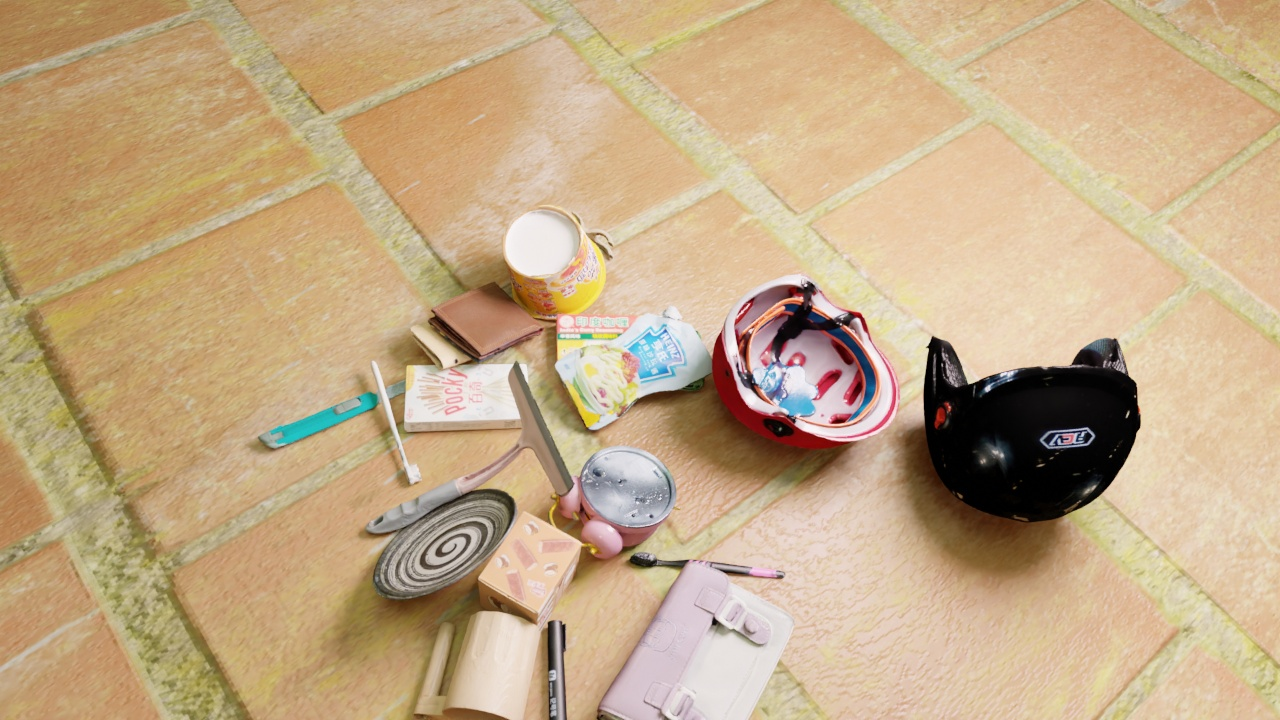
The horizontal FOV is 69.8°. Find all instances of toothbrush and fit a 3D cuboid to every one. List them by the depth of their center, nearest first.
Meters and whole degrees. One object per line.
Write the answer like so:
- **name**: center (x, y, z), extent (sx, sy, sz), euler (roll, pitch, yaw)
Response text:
- **toothbrush**: center (0.081, 0.244, 1.095), extent (0.189, 0.018, 0.014), euler (7, 54, -4)
- **toothbrush**: center (-0.310, 0.075, 1.155), extent (0.016, 0.016, 0.180), euler (-14, 64, -26)

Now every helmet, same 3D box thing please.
- **helmet**: center (0.465, 0.079, 1.101), extent (0.233, 0.275, 0.230), euler (-1, 83, 4)
- **helmet**: center (0.199, 0.022, 1.183), extent (0.240, 0.144, 0.206), euler (40, 61, 2)

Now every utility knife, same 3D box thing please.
- **utility knife**: center (-0.374, 0.061, 1.164), extent (0.216, 0.013, 0.029), euler (-24, 66, -25)

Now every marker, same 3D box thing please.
- **marker**: center (-0.091, 0.351, 1.004), extent (0.022, 0.020, 0.131), euler (18, 50, -31)

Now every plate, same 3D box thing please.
- **plate**: center (-0.216, 0.209, 1.030), extent (0.179, 0.024, 0.179), euler (-20, 24, 9)

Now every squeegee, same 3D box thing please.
- **squeegee**: center (-0.212, 0.142, 1.088), extent (0.249, 0.040, 0.247), euler (-31, 41, 0)

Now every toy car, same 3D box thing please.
- **toy car**: center (0.066, -0.001, 1.244), extent (0.043, 0.036, 0.091), euler (3, 60, -6)

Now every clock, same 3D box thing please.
- **clock**: center (-0.035, 0.171, 1.089), extent (0.158, 0.060, 0.117), euler (-20, 57, -34)

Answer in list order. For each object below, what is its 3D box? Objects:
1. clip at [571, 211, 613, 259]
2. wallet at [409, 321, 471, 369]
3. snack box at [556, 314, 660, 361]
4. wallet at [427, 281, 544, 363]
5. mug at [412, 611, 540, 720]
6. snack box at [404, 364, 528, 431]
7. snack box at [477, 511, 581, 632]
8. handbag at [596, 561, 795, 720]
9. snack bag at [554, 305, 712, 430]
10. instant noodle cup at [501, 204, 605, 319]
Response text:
- **clip**: center (-0.089, -0.173, 1.340), extent (0.103, 0.035, 0.092), euler (31, 58, 19)
- **wallet**: center (-0.240, -0.033, 1.222), extent (0.114, 0.024, 0.087), euler (-23, 58, -40)
- **snack box**: center (-0.037, -0.024, 1.251), extent (0.155, 0.027, 0.077), euler (0, 57, -6)
- **wallet**: center (-0.203, -0.050, 1.218), extent (0.101, 0.032, 0.124), euler (40, 42, 18)
- **mug**: center (-0.174, 0.332, 0.980), extent (0.125, 0.084, 0.103), euler (-5, 52, 22)
- **snack box**: center (-0.223, 0.047, 1.182), extent (0.156, 0.027, 0.084), euler (-1, 57, -10)
- **snack box**: center (-0.124, 0.240, 1.027), extent (0.077, 0.093, 0.094), euler (27, 58, 10)
- **handbag**: center (0.061, 0.334, 0.991), extent (0.145, 0.099, 0.196), euler (26, 57, 17)
- **snack bag**: center (-0.007, 0.007, 1.203), extent (0.191, 0.039, 0.110), euler (-27, 72, -10)
- **instant noodle cup**: center (-0.122, -0.138, 1.245), extent (0.138, 0.110, 0.138), euler (-2, 71, 7)
